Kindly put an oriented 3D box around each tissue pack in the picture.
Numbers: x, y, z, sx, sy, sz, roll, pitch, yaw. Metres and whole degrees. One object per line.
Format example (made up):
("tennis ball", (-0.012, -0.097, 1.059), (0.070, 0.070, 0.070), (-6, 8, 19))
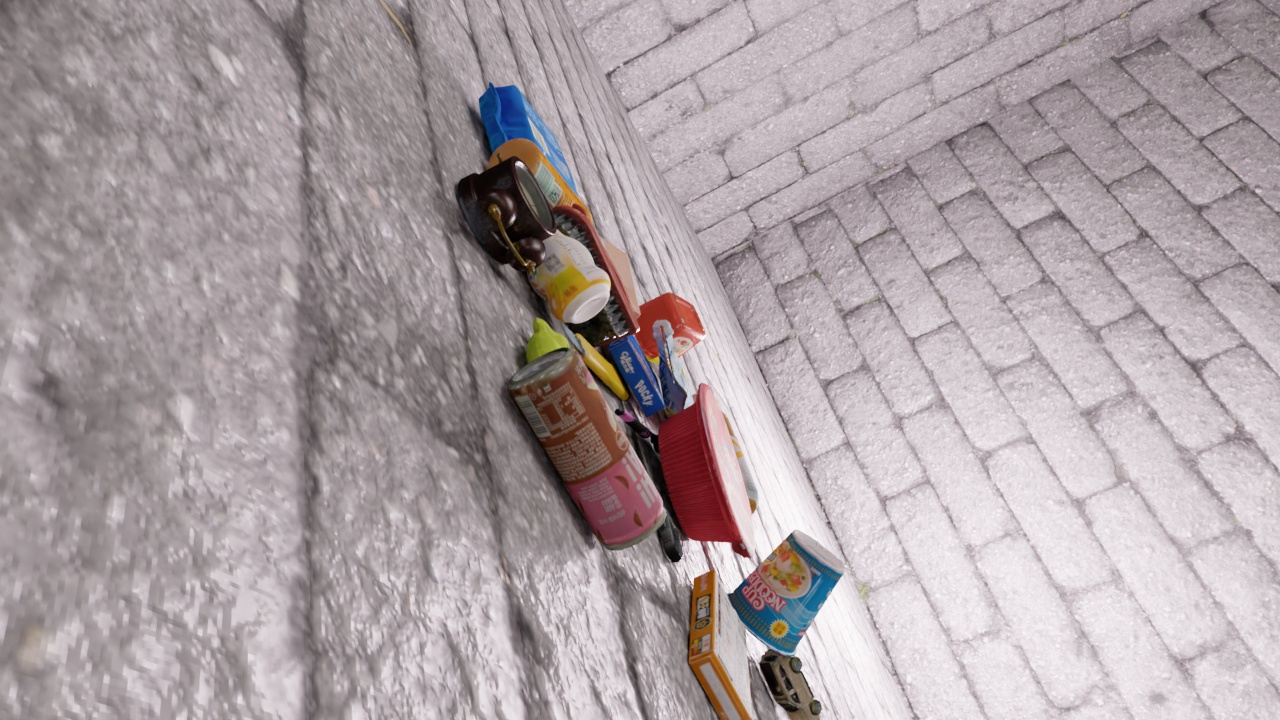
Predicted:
("tissue pack", (-0.121, -0.223, 0.995), (0.157, 0.052, 0.095), (45, 23, -61))

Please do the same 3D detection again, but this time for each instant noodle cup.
("instant noodle cup", (0.068, 0.124, 0.996), (0.193, 0.066, 0.194), (-16, 89, -81))
("instant noodle cup", (0.163, 0.247, 1.003), (0.099, 0.110, 0.099), (35, 8, -6))

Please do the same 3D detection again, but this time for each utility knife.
("utility knife", (-0.045, 0.002, 0.910), (0.033, 0.015, 0.193), (65, 7, 26))

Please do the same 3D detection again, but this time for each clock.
("clock", (-0.111, -0.122, 0.778), (0.082, 0.055, 0.121), (57, 14, -36))

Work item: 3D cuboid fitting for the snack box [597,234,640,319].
("snack box", (-0.047, -0.101, 1.051), (0.084, 0.026, 0.157), (31, 24, -22))

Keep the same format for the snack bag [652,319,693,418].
("snack bag", (0.043, 0.032, 1.116), (0.191, 0.039, 0.110), (73, 10, -63))

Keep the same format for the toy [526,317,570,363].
("toy", (-0.069, 0.007, 0.739), (0.096, 0.031, 0.100), (65, 6, 7))

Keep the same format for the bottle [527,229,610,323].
("bottle", (-0.077, -0.088, 0.853), (0.108, 0.063, 0.063), (52, 6, 19))

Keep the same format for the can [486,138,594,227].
("can", (-0.099, -0.166, 0.943), (0.146, 0.058, 0.058), (45, 21, -61))

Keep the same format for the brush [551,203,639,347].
("brush", (-0.053, -0.087, 0.920), (0.069, 0.063, 0.146), (-36, 105, -54))

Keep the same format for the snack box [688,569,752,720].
("snack box", (0.073, 0.260, 0.842), (0.075, 0.026, 0.153), (62, 10, -10))

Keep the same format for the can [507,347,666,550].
("can", (-0.038, 0.065, 0.672), (0.147, 0.058, 0.057), (61, 10, -15))

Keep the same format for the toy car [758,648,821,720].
("toy car", (0.164, 0.362, 1.009), (0.035, 0.042, 0.090), (-24, 85, -35))

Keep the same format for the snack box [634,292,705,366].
("snack box", (0.033, -0.044, 1.212), (0.091, 0.080, 0.082), (21, 41, -57))

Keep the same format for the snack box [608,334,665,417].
("snack box", (-0.006, 0.006, 1.032), (0.084, 0.026, 0.157), (62, 3, -10))

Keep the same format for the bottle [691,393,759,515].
("bottle", (0.099, 0.122, 1.201), (0.068, 0.068, 0.189), (53, 14, -46))

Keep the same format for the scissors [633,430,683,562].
("scissors", (0.010, 0.127, 0.908), (0.170, 0.014, 0.159), (65, 6, 16))

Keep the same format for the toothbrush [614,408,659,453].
("toothbrush", (0.002, 0.074, 0.946), (0.189, 0.014, 0.017), (47, 26, -69))

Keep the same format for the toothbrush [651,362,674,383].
("toothbrush", (0.054, 0.047, 1.301), (0.189, 0.021, 0.029), (56, 1, -29))
